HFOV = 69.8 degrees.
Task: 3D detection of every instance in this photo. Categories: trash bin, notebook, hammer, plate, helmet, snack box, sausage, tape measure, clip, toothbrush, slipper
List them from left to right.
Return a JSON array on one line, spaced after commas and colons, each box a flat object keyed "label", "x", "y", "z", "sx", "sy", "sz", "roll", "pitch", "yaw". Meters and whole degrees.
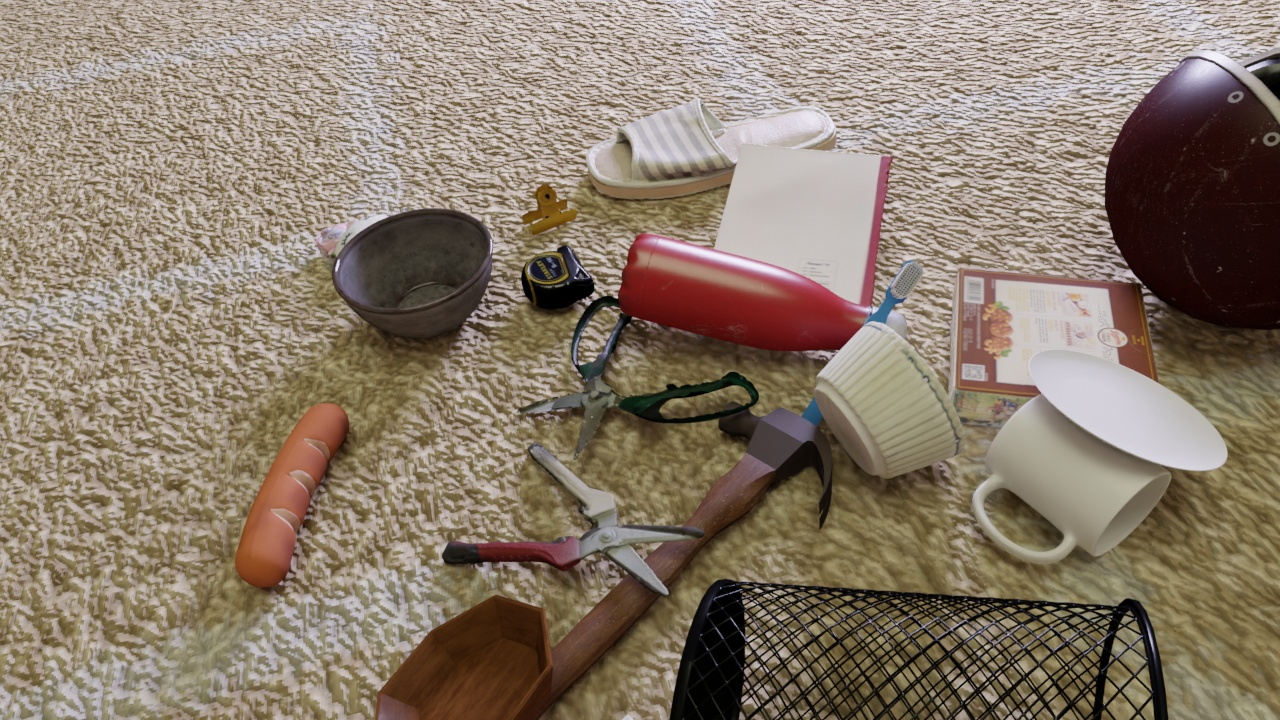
[{"label": "sausage", "x": -0.269, "y": 0.099, "z": 0.710, "sx": 0.044, "sy": 0.039, "sz": 0.163, "roll": 3, "pitch": 47, "yaw": 6}, {"label": "plate", "x": -0.105, "y": 0.205, "z": 0.567, "sx": 0.131, "sy": 0.025, "sz": 0.131, "roll": -24, "pitch": 27, "yaw": 13}, {"label": "clip", "x": -0.093, "y": -0.154, "z": 0.932, "sx": 0.054, "sy": 0.048, "sz": 0.046, "roll": -22, "pitch": 88, "yaw": -15}, {"label": "tape measure", "x": -0.080, "y": -0.074, "z": 0.857, "sx": 0.061, "sy": 0.034, "sz": 0.061, "roll": -19, "pitch": 46, "yaw": -14}, {"label": "hammer", "x": 0.017, "y": 0.144, "z": 0.636, "sx": 0.115, "sy": 0.033, "sz": 0.322, "roll": 30, "pitch": 57, "yaw": 35}, {"label": "slipper", "x": 0.076, "y": -0.233, "z": 0.981, "sx": 0.272, "sy": 0.054, "sz": 0.114, "roll": -10, "pitch": 51, "yaw": -3}, {"label": "notebook", "x": 0.149, "y": -0.122, "z": 0.863, "sx": 0.153, "sy": 0.012, "sz": 0.208, "roll": 8, "pitch": 59, "yaw": 14}, {"label": "toothbrush", "x": 0.174, "y": -0.011, "z": 0.726, "sx": 0.016, "sy": 0.014, "sz": 0.166, "roll": 35, "pitch": 84, "yaw": 1}, {"label": "trash bin", "x": 0.133, "y": 0.200, "z": 0.472, "sx": 0.210, "sy": 0.184, "sz": 0.183, "roll": 4, "pitch": 47, "yaw": 19}, {"label": "snack box", "x": 0.325, "y": -0.008, "z": 0.734, "sx": 0.147, "sy": 0.041, "sz": 0.142, "roll": 6, "pitch": 47, "yaw": 14}, {"label": "plate", "x": 0.329, "y": 0.035, "z": 0.628, "sx": 0.134, "sy": 0.011, "sz": 0.134, "roll": 12, "pitch": 31, "yaw": -8}, {"label": "helmet", "x": 0.498, "y": -0.141, "z": 0.696, "sx": 0.254, "sy": 0.234, "sz": 0.232, "roll": -21, "pitch": 39, "yaw": 13}]

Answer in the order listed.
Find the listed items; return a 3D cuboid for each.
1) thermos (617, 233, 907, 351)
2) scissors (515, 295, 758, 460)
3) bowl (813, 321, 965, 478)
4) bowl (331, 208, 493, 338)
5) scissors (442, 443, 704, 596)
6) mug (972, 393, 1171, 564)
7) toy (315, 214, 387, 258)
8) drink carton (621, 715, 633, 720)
[{"label": "thermos", "x": 0.103, "y": -0.046, "z": 0.772, "sx": 0.240, "sy": 0.073, "sz": 0.073, "roll": 15, "pitch": 49, "yaw": 7}, {"label": "scissors", "x": -0.005, "y": 0.004, "z": 0.769, "sx": 0.202, "sy": 0.015, "sz": 0.204, "roll": -8, "pitch": 41, "yaw": 10}, {"label": "bowl", "x": 0.174, "y": 0.036, "z": 0.671, "sx": 0.062, "sy": 0.115, "sz": 0.115, "roll": -33, "pitch": 49, "yaw": -4}, {"label": "bowl", "x": -0.202, "y": -0.071, "z": 0.846, "sx": 0.145, "sy": 0.067, "sz": 0.144, "roll": -4, "pitch": 46, "yaw": 4}, {"label": "scissors", "x": -0.054, "y": 0.115, "z": 0.664, "sx": 0.198, "sy": 0.015, "sz": 0.179, "roll": -17, "pitch": 37, "yaw": 6}, {"label": "mug", "x": 0.285, "y": 0.089, "z": 0.631, "sx": 0.110, "sy": 0.074, "sz": 0.090, "roll": -42, "pitch": 52, "yaw": -3}, {"label": "toy", "x": -0.272, "y": -0.119, "z": 0.924, "sx": 0.123, "sy": 0.038, "sz": 0.079, "roll": 9, "pitch": 55, "yaw": 19}, {"label": "drink carton", "x": -0.028, "y": 0.261, "z": 0.508, "sx": 0.040, "sy": 0.059, "sz": 0.122, "roll": 32, "pitch": 58, "yaw": 32}]
